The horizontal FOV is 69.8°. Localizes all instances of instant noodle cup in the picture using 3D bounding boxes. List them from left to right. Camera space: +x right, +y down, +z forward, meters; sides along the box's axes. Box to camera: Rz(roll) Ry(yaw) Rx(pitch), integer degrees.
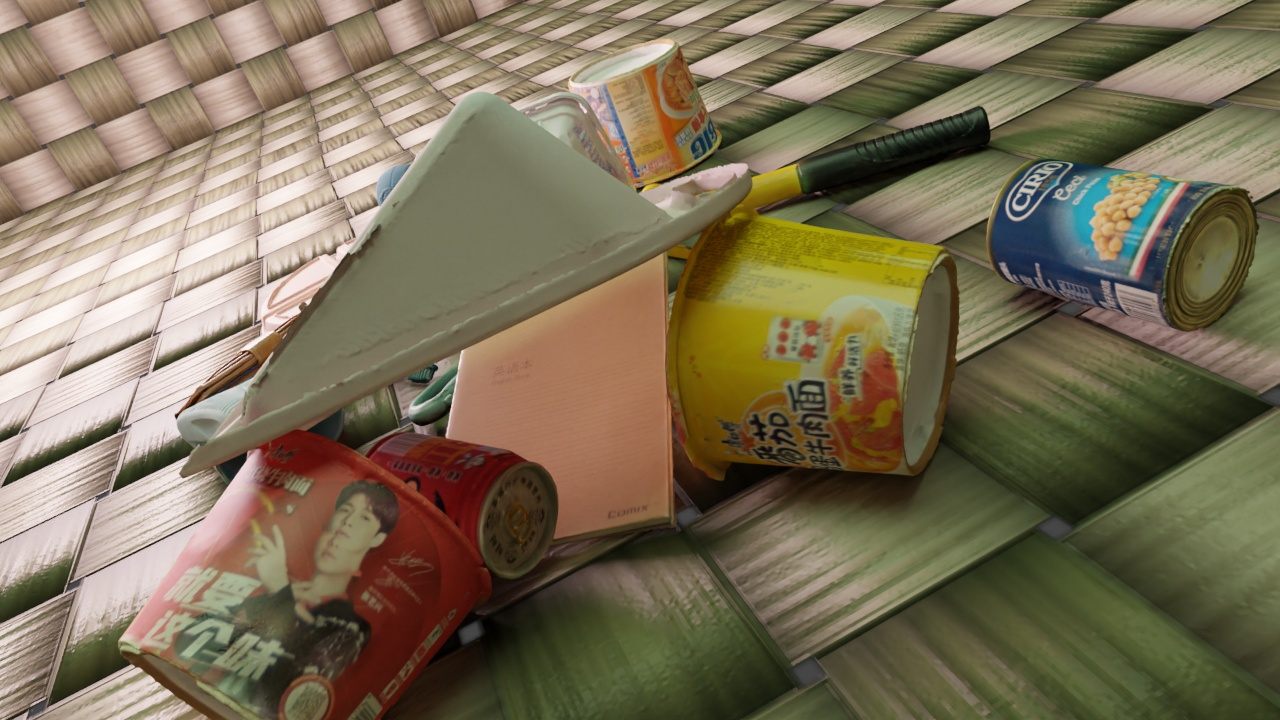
[{"bbox_3d":[-0.154,0.114,0.419,0.138,0.138,0.108,2,45,36],"label":"instant noodle cup"},{"bbox_3d":[-0.102,-0.146,0.814,0.174,0.138,0.060,-18,46,17],"label":"instant noodle cup"},{"bbox_3d":[-0.002,-0.261,0.965,0.151,0.111,0.151,-16,29,9],"label":"instant noodle cup"},{"bbox_3d":[0.093,-0.005,0.458,0.110,0.138,0.137,9,40,29],"label":"instant noodle cup"}]

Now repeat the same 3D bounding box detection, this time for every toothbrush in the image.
[{"bbox_3d":[-0.234,0.006,0.770,0.192,0.016,0.018,3,72,39],"label":"toothbrush"}]

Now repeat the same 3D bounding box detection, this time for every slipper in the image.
[{"bbox_3d":[-0.258,0.046,0.652,0.103,0.074,0.246,-31,13,-29],"label":"slipper"}]

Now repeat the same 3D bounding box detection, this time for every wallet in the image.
[{"bbox_3d":[-0.328,0.005,0.787,0.130,0.035,0.119,-46,9,-38],"label":"wallet"}]

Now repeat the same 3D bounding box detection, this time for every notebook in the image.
[{"bbox_3d":[-0.052,0.022,0.563,0.150,0.012,0.211,-14,47,16],"label":"notebook"}]

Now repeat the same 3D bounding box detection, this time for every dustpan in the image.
[{"bbox_3d":[-0.078,-0.033,0.482,0.273,0.139,0.222,-51,15,8],"label":"dustpan"}]

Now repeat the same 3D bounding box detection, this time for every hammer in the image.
[{"bbox_3d":[0.136,-0.152,0.769,0.301,0.033,0.128,-15,30,12],"label":"hammer"}]

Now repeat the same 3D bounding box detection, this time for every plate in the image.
[{"bbox_3d":[-0.291,-0.089,0.957,0.230,0.028,0.229,-16,28,9],"label":"plate"}]

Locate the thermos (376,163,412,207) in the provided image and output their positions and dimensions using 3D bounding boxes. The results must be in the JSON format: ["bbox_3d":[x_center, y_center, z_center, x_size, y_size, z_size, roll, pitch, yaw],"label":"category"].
[{"bbox_3d":[-0.166,-0.183,0.958,0.221,0.070,0.070,-5,32,12],"label":"thermos"}]

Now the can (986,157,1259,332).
[{"bbox_3d":[0.258,-0.065,0.497,0.075,0.075,0.111,-31,31,-17],"label":"can"}]

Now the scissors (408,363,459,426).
[{"bbox_3d":[-0.083,-0.008,0.665,0.181,0.019,0.169,-12,23,45],"label":"scissors"}]

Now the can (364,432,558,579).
[{"bbox_3d":[-0.097,0.076,0.484,0.094,0.066,0.066,6,39,32],"label":"can"}]
